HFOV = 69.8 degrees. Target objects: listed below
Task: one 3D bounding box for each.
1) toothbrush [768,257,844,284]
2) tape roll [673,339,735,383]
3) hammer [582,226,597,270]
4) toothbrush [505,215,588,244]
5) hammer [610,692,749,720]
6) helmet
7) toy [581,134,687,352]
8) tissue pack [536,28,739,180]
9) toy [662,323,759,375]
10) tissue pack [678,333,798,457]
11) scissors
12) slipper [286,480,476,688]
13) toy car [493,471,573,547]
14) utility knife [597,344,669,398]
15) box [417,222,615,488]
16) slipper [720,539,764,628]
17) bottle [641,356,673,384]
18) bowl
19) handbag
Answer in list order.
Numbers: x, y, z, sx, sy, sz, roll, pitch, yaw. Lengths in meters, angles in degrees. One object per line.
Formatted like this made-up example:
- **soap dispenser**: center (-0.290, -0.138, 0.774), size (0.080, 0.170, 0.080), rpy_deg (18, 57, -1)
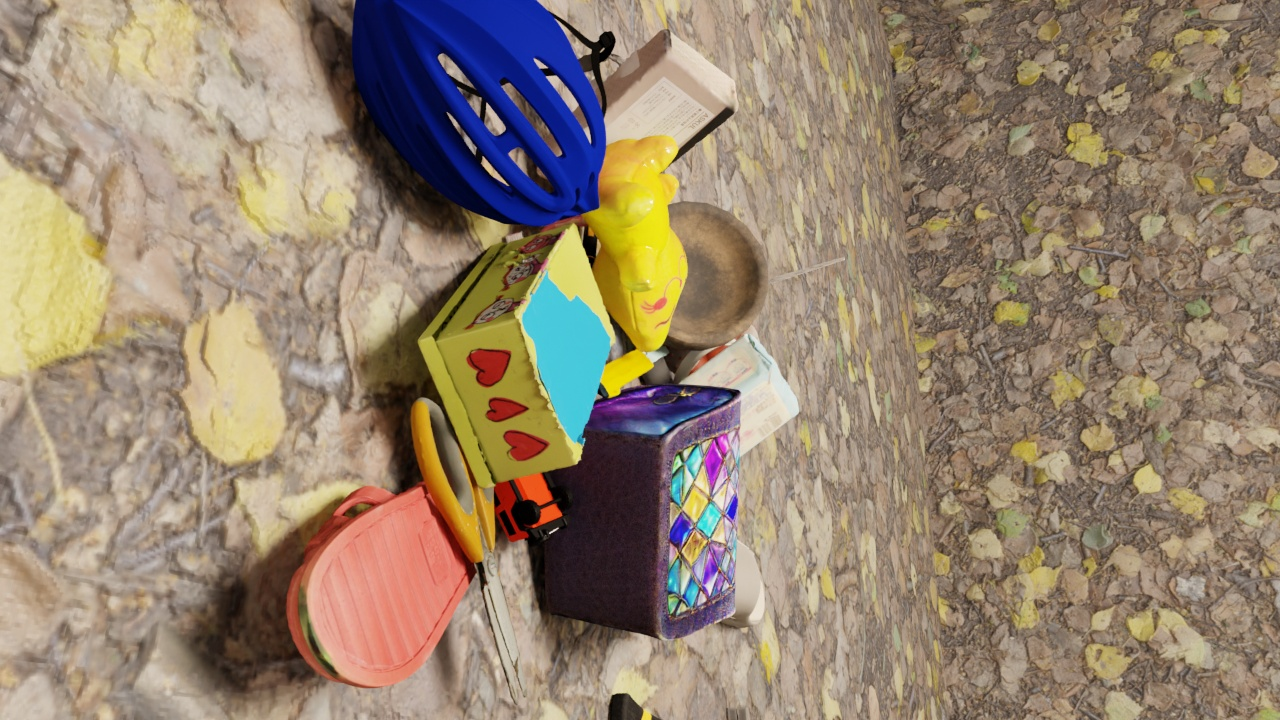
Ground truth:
- **toothbrush**: center (0.184, -0.113, 1.231), size (0.010, 0.182, 0.010), rpy_deg (49, 34, -43)
- **tape roll**: center (0.077, 0.010, 1.053), size (0.013, 0.093, 0.093), rpy_deg (45, 6, 33)
- **hammer**: center (-0.053, -0.100, 0.904), size (0.123, 0.036, 0.319), rpy_deg (39, 46, -47)
- **toothbrush**: center (-0.075, -0.122, 0.847), size (0.134, 0.022, 0.016), rpy_deg (-29, 113, -45)
- **hammer**: center (0.051, 0.411, 0.957), size (0.324, 0.034, 0.169), rpy_deg (52, 36, -43)
- **helmet**: center (-0.102, -0.219, 0.703), size (0.241, 0.148, 0.227), rpy_deg (55, 39, -34)
- **toy**: center (-0.008, -0.104, 0.838), size (0.194, 0.087, 0.134), rpy_deg (76, 22, -53)
- **tissue pack**: center (-0.010, -0.220, 0.835), size (0.104, 0.182, 0.071), rpy_deg (27, 50, -32)
- **toy**: center (0.092, -0.036, 1.114), size (0.163, 0.093, 0.172), rpy_deg (-64, 149, -11)
- **tissue pack**: center (0.078, 0.061, 0.992), size (0.070, 0.182, 0.112), rpy_deg (56, 2, 39)
- **scissors**: center (-0.109, 0.126, 0.645), size (0.134, 0.016, 0.228), rpy_deg (-62, 137, -77)
- **slipper**: center (-0.158, 0.129, 0.576), size (0.248, 0.059, 0.103), rpy_deg (-37, 113, -79)
- **toy car**: center (-0.096, 0.097, 0.727), size (0.051, 0.049, 0.100), rpy_deg (-15, 75, -56)
- **utility knife**: center (-0.005, 0.005, 0.905), size (0.030, 0.019, 0.218), rpy_deg (50, 24, 4)
- **box**: center (-0.085, -0.013, 0.699), size (0.220, 0.082, 0.124), rpy_deg (-76, 149, -62)
- **slipper**: center (0.112, 0.257, 1.074), size (0.266, 0.081, 0.112), rpy_deg (43, 47, -52)
- **bottle**: center (0.027, 0.040, 1.027), size (0.113, 0.030, 0.030), rpy_deg (67, 29, -26)
- **bowl**: center (0.052, -0.085, 0.995), size (0.070, 0.162, 0.162), rpy_deg (130, -41, -71)
- **handbag**: center (0.019, 0.129, 0.828), size (0.221, 0.126, 0.205), rpy_deg (-7, 99, -61)
